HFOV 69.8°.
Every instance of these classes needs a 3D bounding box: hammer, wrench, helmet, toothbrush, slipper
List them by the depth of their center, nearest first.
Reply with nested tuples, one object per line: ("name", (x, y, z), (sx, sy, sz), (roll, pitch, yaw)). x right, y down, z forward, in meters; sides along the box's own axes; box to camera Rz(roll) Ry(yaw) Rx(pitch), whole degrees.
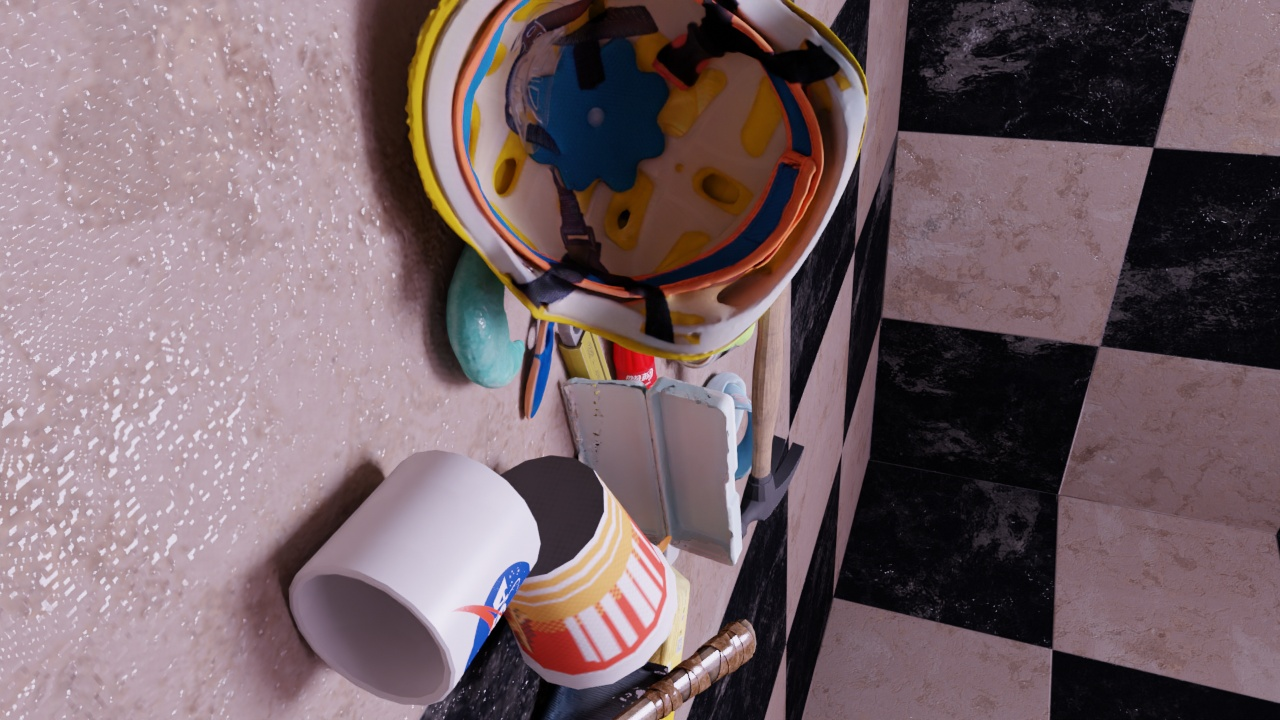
("helmet", (-0.011, -0.128, 0.521), (0.209, 0.240, 0.139), (-60, -160, 12))
("toothbrush", (-0.067, -0.024, 0.644), (0.021, 0.017, 0.135), (-5, 103, -67))
("hammer", (-0.014, 0.290, 0.730), (0.317, 0.049, 0.121), (-20, 116, -41))
("wrench", (-0.032, 0.050, 0.772), (0.274, 0.018, 0.083), (74, 31, -50))
("hammer", (0.136, 0.044, 0.978), (0.132, 0.040, 0.306), (-40, 140, -42))
("slipper", (0.097, 0.097, 1.054), (0.244, 0.074, 0.104), (-55, 151, -64))

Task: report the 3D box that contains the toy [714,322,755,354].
("toy", (0.062, -0.078, 0.830), (0.150, 0.107, 0.196), (66, 24, -1))

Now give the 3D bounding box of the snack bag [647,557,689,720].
("snack bag", (-0.010, 0.320, 0.885), (0.159, 0.068, 0.247), (-9, 108, -71))

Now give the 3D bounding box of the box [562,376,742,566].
("box", (0.016, 0.090, 0.749), (0.040, 0.135, 0.197), (-60, 152, -42))

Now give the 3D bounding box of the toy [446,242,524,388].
("toy", (-0.092, -0.028, 0.552), (0.084, 0.033, 0.105), (-68, 157, -58))

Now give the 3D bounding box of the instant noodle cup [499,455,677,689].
("instant noodle cup", (-0.050, 0.138, 0.628), (0.121, 0.124, 0.123), (67, 36, -44))

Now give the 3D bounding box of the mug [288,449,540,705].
("mug", (-0.119, 0.117, 0.475), (0.122, 0.091, 0.089), (-51, -177, 39))

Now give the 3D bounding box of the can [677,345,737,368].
("can", (0.076, -0.028, 0.989), (0.135, 0.054, 0.054), (-27, 124, -67))

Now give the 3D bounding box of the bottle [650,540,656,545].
("bottle", (0.022, 0.160, 0.965), (0.025, 0.025, 0.106), (29, 72, -70))

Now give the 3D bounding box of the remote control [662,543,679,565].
("remote control", (0.039, 0.164, 1.041), (0.045, 0.008, 0.147), (-31, 127, -66))

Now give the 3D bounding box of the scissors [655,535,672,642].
("scissors", (-0.010, 0.200, 0.784), (0.125, 0.128, 0.011), (-49, -160, 4))

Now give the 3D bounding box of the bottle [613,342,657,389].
("bottle", (-0.005, 0.005, 0.802), (0.036, 0.036, 0.119), (-62, 154, -43))

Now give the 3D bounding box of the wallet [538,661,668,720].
("wallet", (-0.029, 0.296, 0.780), (0.115, 0.026, 0.089), (26, 86, -30))
